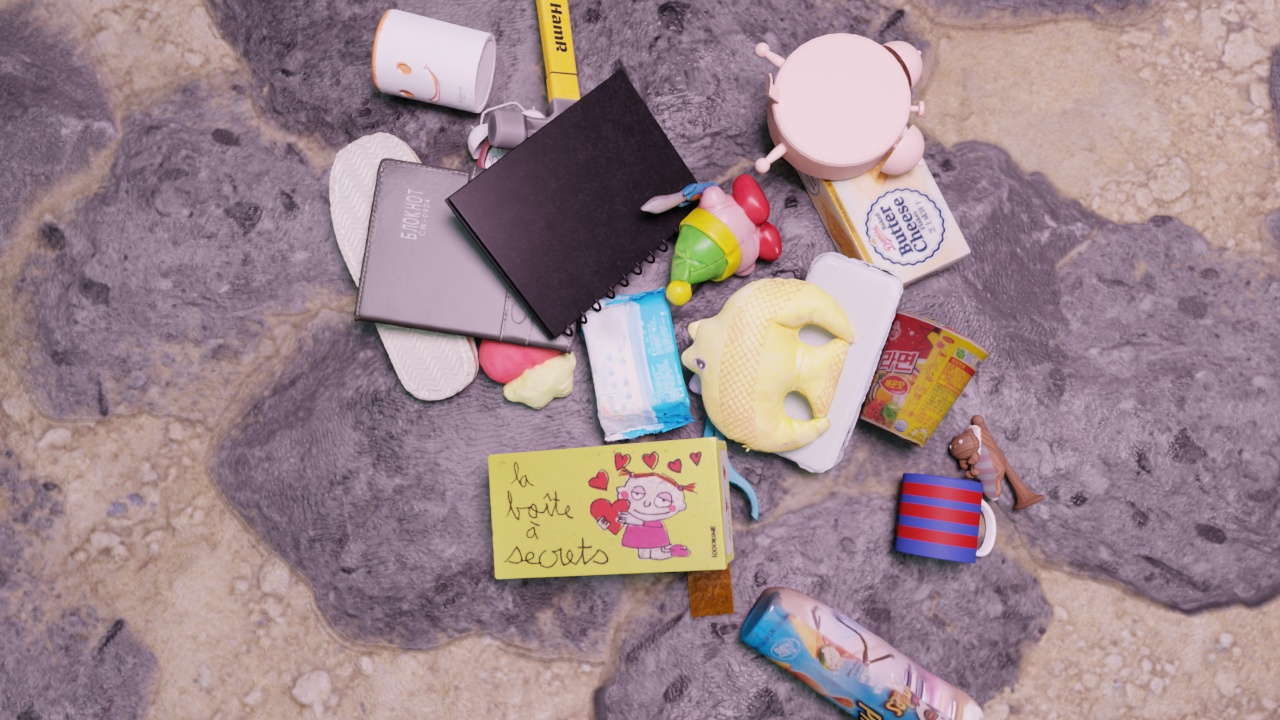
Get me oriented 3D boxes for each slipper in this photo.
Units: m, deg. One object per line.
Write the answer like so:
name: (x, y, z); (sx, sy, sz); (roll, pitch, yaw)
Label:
slipper: (-0.233, -0.092, 0.922); (0.114, 0.054, 0.272); (-17, 88, 0)

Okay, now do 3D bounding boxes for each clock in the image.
clock: (-0.127, -0.205, 0.940); (0.087, 0.044, 0.124); (-18, 85, -3)
clock: (0.192, -0.245, 0.874); (0.160, 0.086, 0.131); (2, 84, -5)

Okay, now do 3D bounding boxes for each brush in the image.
brush: (0.066, 0.189, 0.909); (0.048, 0.017, 0.126); (-5, 83, -1)

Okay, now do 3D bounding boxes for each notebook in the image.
notebook: (-0.157, -0.103, 0.886); (0.209, 0.029, 0.169); (9, 83, -10)
notebook: (-0.049, -0.150, 0.886); (0.230, 0.019, 0.169); (-44, 107, -25)

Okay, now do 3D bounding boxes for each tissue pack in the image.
tissue pack: (-0.005, 0.005, 0.908); (0.093, 0.062, 0.144); (-12, 80, 0)

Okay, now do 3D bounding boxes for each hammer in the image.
hammer: (-0.085, -0.353, 0.947); (0.169, 0.034, 0.324); (-1, 74, -26)

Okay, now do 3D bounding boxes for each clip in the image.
clip: (0.081, 0.119, 0.903); (0.118, 0.033, 0.120); (33, 80, 15)

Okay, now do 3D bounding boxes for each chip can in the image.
chip can: (0.210, 0.297, 0.871); (0.229, 0.080, 0.079); (33, 84, 3)

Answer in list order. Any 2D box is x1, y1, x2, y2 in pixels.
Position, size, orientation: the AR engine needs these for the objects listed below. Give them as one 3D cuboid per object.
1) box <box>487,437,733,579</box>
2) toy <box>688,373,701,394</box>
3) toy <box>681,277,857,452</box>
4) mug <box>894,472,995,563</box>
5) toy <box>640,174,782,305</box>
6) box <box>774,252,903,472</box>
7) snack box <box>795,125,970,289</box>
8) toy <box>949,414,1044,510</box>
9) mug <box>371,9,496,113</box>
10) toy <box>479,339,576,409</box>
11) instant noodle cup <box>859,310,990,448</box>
box: (-0.028, 0.139, 0.861); (0.221, 0.079, 0.124); (-3, 83, 12)
toy: (0.098, -0.005, 0.918); (0.063, 0.047, 0.110); (31, 88, 14)
toy: (0.115, 0.004, 0.861); (0.155, 0.064, 0.170); (14, 102, 4)
mug: (0.304, 0.155, 0.895); (0.111, 0.075, 0.076); (12, 82, -26)
toy: (0.070, -0.117, 0.897); (0.131, 0.096, 0.124); (-25, 128, -1)
box: (0.183, 0.002, 0.895); (0.118, 0.063, 0.214); (21, 104, 25)
snack box: (0.235, -0.173, 0.933); (0.104, 0.057, 0.208); (-25, 84, -3)
toy: (0.347, 0.105, 0.911); (0.054, 0.042, 0.101); (-21, 75, -25)
mug: (-0.208, -0.303, 0.932); (0.105, 0.082, 0.082); (13, 83, 0)
toy: (-0.119, -0.016, 0.917); (0.091, 0.045, 0.135); (-32, 90, -10)
instant noodle cup: (0.268, 0.021, 0.897); (0.100, 0.100, 0.112); (28, 91, 3)
